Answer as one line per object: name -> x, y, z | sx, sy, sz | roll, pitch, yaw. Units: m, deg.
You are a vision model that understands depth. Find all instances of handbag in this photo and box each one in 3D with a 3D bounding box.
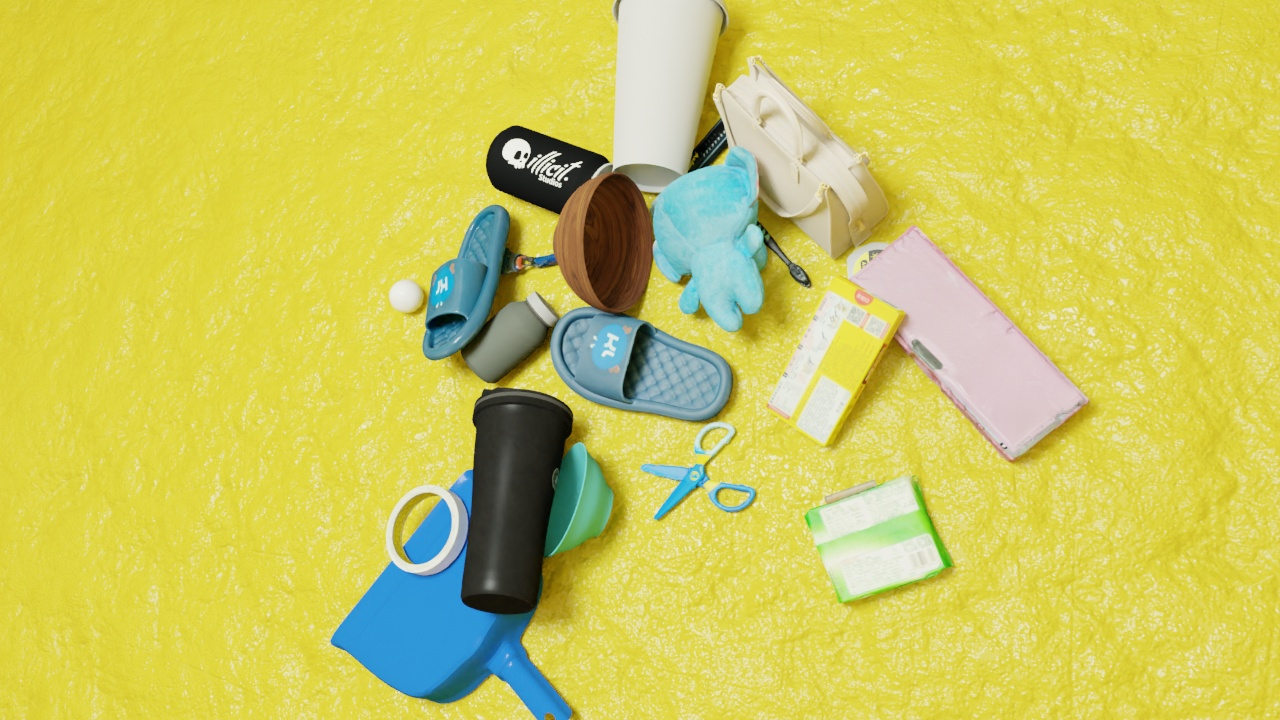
handbag -> 0.151, -0.215, 0.905 | 0.101, 0.198, 0.194 | -41, 66, 4

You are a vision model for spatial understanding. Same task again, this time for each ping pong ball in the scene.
ping pong ball -> -0.281, -0.077, 1.102 | 0.040, 0.040, 0.040 | -5, 73, 18

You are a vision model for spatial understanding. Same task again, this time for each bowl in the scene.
bowl -> -0.060, 0.150, 0.943 | 0.046, 0.121, 0.121 | 21, 80, -17
bowl -> -0.051, -0.125, 0.983 | 0.069, 0.147, 0.147 | 4, 76, 29

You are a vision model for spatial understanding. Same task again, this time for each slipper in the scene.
slipper -> -0.206, -0.093, 1.046 | 0.104, 0.059, 0.213 | -20, 48, 44
slipper -> -0.006, 0.006, 0.973 | 0.214, 0.059, 0.103 | 20, 84, 22

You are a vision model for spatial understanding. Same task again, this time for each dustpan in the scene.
dustpan -> -0.169, 0.287, 0.948 | 0.258, 0.059, 0.245 | 38, 89, 34

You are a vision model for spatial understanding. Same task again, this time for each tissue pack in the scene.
tissue pack -> 0.220, 0.166, 0.860 | 0.114, 0.034, 0.099 | -22, 71, 12

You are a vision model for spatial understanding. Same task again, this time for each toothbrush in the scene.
toothbrush -> 0.124, -0.146, 0.995 | 0.014, 0.017, 0.188 | -40, 65, 6

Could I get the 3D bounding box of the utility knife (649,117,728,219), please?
utility knife -> 0.076, -0.236, 1.037 | 0.029, 0.020, 0.198 | 42, 93, 28

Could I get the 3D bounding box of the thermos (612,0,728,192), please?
thermos -> 0.023, -0.307, 1.018 | 0.132, 0.131, 0.221 | 4, 79, 20

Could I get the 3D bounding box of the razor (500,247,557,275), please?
razor -> -0.103, -0.118, 1.064 | 0.141, 0.018, 0.043 | -6, 50, 15

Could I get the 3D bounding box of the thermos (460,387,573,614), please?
thermos -> -0.129, 0.138, 0.926 | 0.106, 0.106, 0.218 | -7, 58, 17

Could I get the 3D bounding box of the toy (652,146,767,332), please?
toy -> 0.087, -0.118, 0.950 | 0.184, 0.114, 0.180 | -45, 60, 42

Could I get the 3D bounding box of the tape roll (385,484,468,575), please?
tape roll -> -0.228, 0.180, 0.976 | 0.094, 0.019, 0.094 | -10, 65, 23

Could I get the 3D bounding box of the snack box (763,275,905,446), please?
snack box -> 0.187, 0.001, 0.894 | 0.075, 0.025, 0.152 | 34, 110, 26

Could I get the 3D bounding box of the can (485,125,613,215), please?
can -> -0.101, -0.214, 1.057 | 0.146, 0.080, 0.080 | 25, 84, 24

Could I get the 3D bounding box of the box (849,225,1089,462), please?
box -> 0.304, -0.019, 0.869 | 0.098, 0.041, 0.233 | -40, 71, 8

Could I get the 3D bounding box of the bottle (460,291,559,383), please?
bottle -> -0.145, -0.027, 1.030 | 0.108, 0.060, 0.060 | -40, 66, 5

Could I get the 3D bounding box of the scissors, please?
scissors -> 0.059, 0.113, 0.943 | 0.125, 0.016, 0.125 | 7, 74, 20

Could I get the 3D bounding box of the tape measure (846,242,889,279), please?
tape measure -> 0.245, -0.089, 0.935 | 0.065, 0.017, 0.064 | -6, 73, 18
